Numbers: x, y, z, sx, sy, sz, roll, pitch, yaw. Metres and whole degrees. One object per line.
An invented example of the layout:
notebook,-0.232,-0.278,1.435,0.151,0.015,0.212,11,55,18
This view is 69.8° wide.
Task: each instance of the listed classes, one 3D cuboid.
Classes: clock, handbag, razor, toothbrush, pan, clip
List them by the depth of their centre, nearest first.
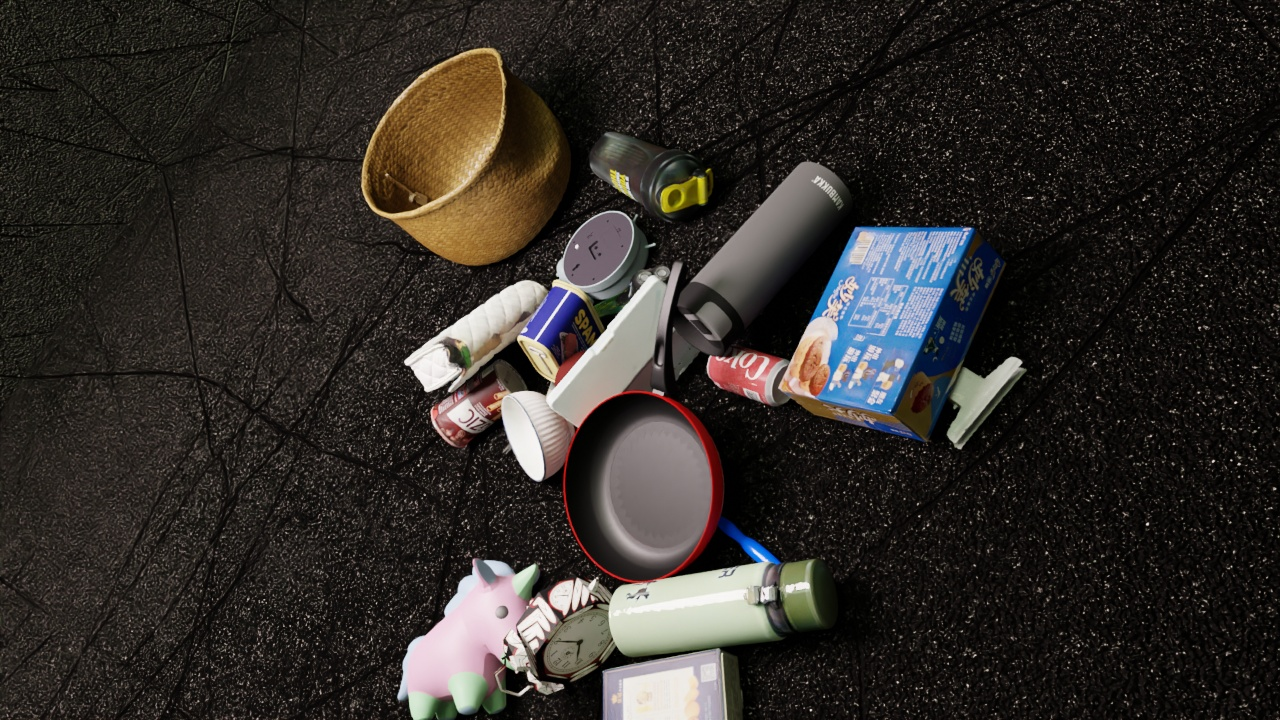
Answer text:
clip,0.318,0.028,0.892,0.058,0.050,0.102,40,91,32
toothbrush,0.097,0.183,0.989,0.016,0.018,0.182,-54,46,-1
clock,-0.095,0.301,0.998,0.154,0.115,0.065,-39,44,-11
pan,0.018,0.068,1.014,0.209,0.067,0.356,18,97,38
razor,-0.018,-0.081,1.207,0.152,0.067,0.053,-18,49,39
handbag,-0.221,-0.032,1.273,0.139,0.072,0.194,-24,14,45
clock,-0.058,-0.138,1.285,0.159,0.045,0.122,-40,47,14

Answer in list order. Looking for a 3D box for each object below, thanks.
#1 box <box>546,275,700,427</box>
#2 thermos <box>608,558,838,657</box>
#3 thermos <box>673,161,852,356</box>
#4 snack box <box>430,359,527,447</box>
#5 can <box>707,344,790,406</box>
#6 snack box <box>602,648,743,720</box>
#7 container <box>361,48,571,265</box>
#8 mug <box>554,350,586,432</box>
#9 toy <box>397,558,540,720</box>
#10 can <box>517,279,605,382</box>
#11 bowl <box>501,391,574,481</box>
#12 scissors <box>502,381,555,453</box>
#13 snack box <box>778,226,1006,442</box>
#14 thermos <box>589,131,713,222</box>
box,-0.005,0.008,1.092,0.197,0.134,0.041,-48,35,5
thermos,0.081,0.247,0.919,0.232,0.082,0.082,-17,55,30
thermos,0.138,-0.117,1.054,0.240,0.082,0.082,-48,44,-14
snack box,-0.224,0.060,1.279,0.121,0.072,0.072,-35,48,15
can,0.126,0.015,1.042,0.097,0.054,0.054,19,77,43
snack box,0.031,0.373,0.911,0.145,0.042,0.144,-20,54,28
container,-0.265,-0.303,1.443,0.308,0.196,0.306,-18,55,28
mug,-0.061,0.052,1.164,0.082,0.073,0.106,39,120,45
toy,-0.205,0.330,1.084,0.223,0.120,0.171,-20,63,27
can,-0.102,-0.033,1.194,0.056,0.116,0.092,23,68,26
bowl,-0.124,0.089,1.173,0.062,0.118,0.118,-21,39,-25
scissors,-0.132,0.059,1.249,0.171,0.012,0.121,-29,47,24
snack box,0.254,-0.034,0.940,0.155,0.069,0.202,13,72,54
thermos,0.011,-0.261,1.277,0.098,0.098,0.221,-52,39,0
